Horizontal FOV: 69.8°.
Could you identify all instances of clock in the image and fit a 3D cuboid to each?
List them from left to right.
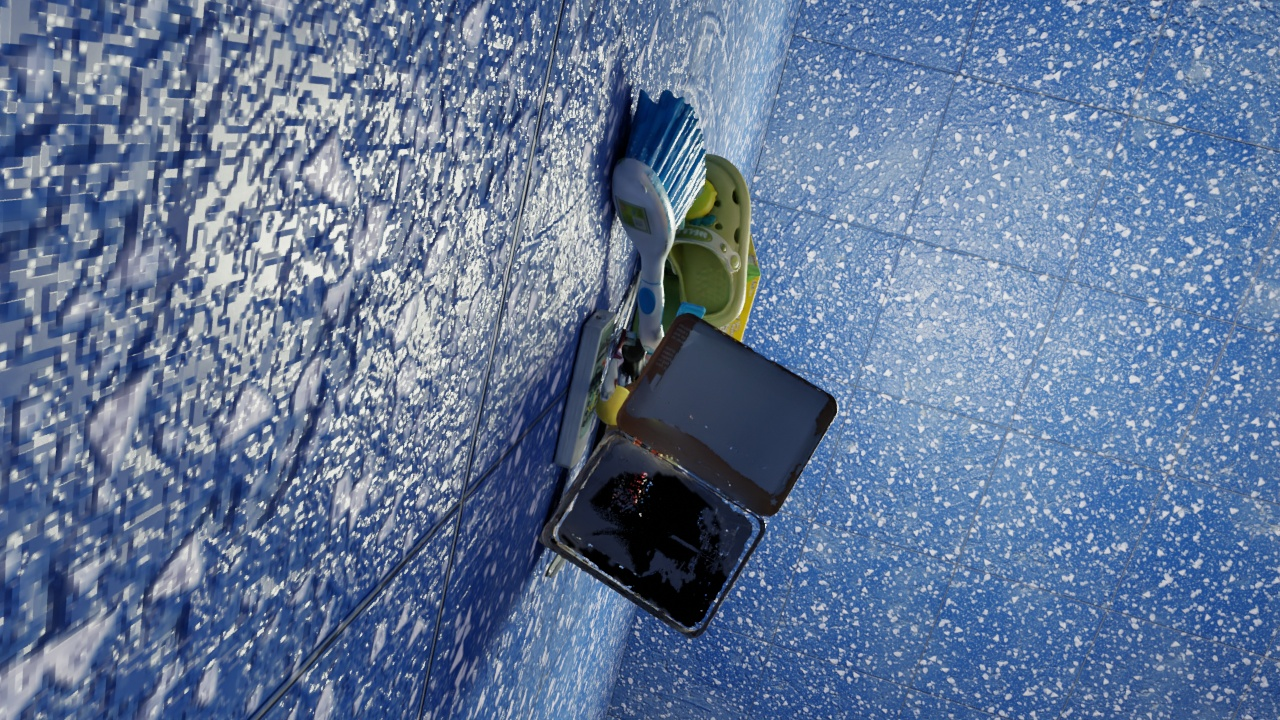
[{"bbox_3d":[0.034,-0.072,1.088,0.116,0.056,0.161,68,39,-82],"label":"clock"}]

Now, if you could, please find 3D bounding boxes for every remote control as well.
[{"bbox_3d":[-0.047,0.025,0.788,0.056,0.019,0.135,-57,162,-70],"label":"remote control"}]

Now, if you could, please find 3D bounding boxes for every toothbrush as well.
[{"bbox_3d":[-0.052,0.112,1.000,0.016,0.014,0.189,0,107,-59],"label":"toothbrush"},{"bbox_3d":[-0.019,0.002,0.835,0.187,0.017,0.016,-76,178,-72],"label":"toothbrush"},{"bbox_3d":[-0.006,0.006,1.054,0.213,0.027,0.026,87,-10,-80],"label":"toothbrush"}]

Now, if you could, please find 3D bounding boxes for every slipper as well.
[{"bbox_3d":[0.069,-0.128,0.985,0.081,0.092,0.190,-17,104,-66],"label":"slipper"}]

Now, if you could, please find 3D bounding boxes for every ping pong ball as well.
[{"bbox_3d":[-0.026,0.045,0.923,0.040,0.040,0.040,18,88,-84],"label":"ping pong ball"}]

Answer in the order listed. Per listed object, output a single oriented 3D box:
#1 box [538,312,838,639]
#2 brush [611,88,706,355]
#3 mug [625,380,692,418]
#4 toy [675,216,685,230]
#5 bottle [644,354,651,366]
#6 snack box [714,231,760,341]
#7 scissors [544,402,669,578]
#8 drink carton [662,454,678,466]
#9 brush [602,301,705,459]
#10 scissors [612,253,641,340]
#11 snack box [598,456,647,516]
[{"bbox_3d":[0.048,0.105,0.863,0.259,0.177,0.082,-58,172,-5],"label":"box"},{"bbox_3d":[0.015,-0.102,0.798,0.315,0.060,0.109,71,41,-70],"label":"brush"},{"bbox_3d":[0.045,0.040,1.104,0.122,0.078,0.078,-16,137,-28],"label":"mug"},{"bbox_3d":[0.036,-0.180,0.913,0.092,0.030,0.096,-17,104,-84],"label":"toy"},{"bbox_3d":[0.034,-0.003,1.238,0.197,0.068,0.068,88,18,-58],"label":"bottle"},{"bbox_3d":[0.115,-0.125,1.359,0.209,0.070,0.158,-92,-169,-51],"label":"snack box"},{"bbox_3d":[-0.020,0.135,0.958,0.148,0.022,0.235,7,111,-60],"label":"scissors"},{"bbox_3d":[0.019,0.090,1.168,0.053,0.045,0.122,-143,-138,-75],"label":"drink carton"},{"bbox_3d":[0.018,0.034,0.997,0.045,0.083,0.255,-82,-170,-50],"label":"brush"},{"bbox_3d":[0.000,-0.090,0.950,0.174,0.012,0.163,-59,166,-63],"label":"scissors"},{"bbox_3d":[-0.027,0.173,1.170,0.208,0.058,0.057,96,15,-58],"label":"snack box"}]
